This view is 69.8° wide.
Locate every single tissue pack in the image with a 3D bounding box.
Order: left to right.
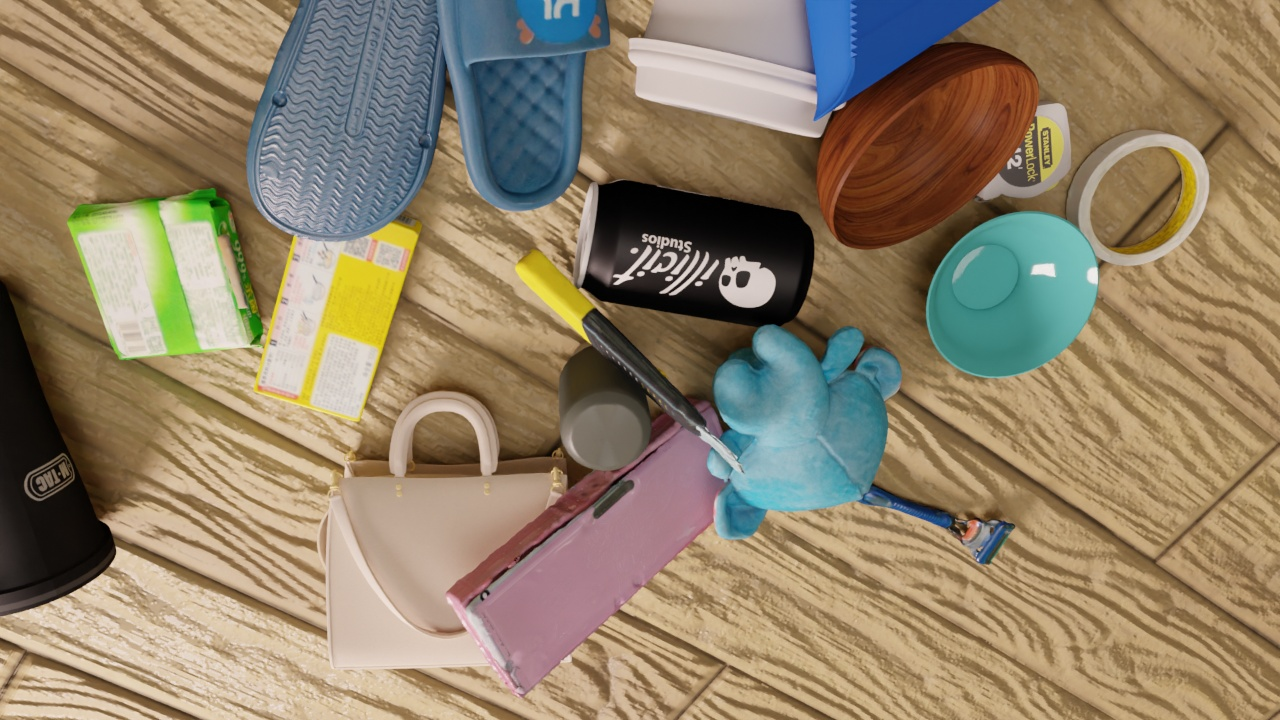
[{"bbox_3d":[-0.308,-0.053,0.605,0.099,0.034,0.114,-5,115,-1],"label":"tissue pack"}]

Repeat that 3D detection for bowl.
[{"bbox_3d":[0.166,-0.146,0.580,0.147,0.069,0.147,-22,151,-13],"label":"bowl"},{"bbox_3d":[0.254,-0.052,0.652,0.121,0.046,0.121,-2,114,-5],"label":"bowl"}]

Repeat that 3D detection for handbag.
[{"bbox_3d":[-0.136,0.119,0.676,0.194,0.101,0.198,0,102,-5],"label":"handbag"}]

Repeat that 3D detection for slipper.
[{"bbox_3d":[-0.166,-0.172,0.554,0.103,0.059,0.214,16,106,-23],"label":"slipper"},{"bbox_3d":[-0.066,-0.187,0.540,0.103,0.059,0.214,-13,124,-30],"label":"slipper"}]

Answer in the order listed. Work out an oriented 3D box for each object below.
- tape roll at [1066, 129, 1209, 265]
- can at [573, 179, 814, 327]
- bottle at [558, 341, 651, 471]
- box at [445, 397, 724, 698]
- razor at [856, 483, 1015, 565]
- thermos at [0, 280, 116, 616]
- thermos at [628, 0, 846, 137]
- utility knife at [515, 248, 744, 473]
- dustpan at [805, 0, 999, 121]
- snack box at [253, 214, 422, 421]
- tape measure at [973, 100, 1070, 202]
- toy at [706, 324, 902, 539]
[{"bbox_3d":[0.351,-0.114,0.648,0.094,0.019,0.094,-2,115,-5],"label":"tape roll"},{"bbox_3d":[0.034,-0.070,0.605,0.146,0.080,0.080,9,113,-9],"label":"can"},{"bbox_3d":[-0.026,0.026,0.626,0.060,0.108,0.060,-2,114,-5],"label":"bottle"},{"bbox_3d":[-0.020,0.126,0.648,0.232,0.041,0.098,-36,114,-26],"label":"box"},{"bbox_3d":[0.234,0.125,0.746,0.141,0.018,0.044,22,111,-11],"label":"razor"},{"bbox_3d":[-0.434,0.059,0.612,0.106,0.105,0.219,-6,109,-3],"label":"thermos"},{"bbox_3d":[0.075,-0.248,0.512,0.131,0.131,0.222,10,105,-10],"label":"thermos"},{"bbox_3d":[-0.003,0.003,0.581,0.198,0.029,0.020,45,77,0],"label":"utility knife"},{"bbox_3d":[0.147,-0.289,0.448,0.245,0.060,0.258,-36,118,-22],"label":"dustpan"},{"bbox_3d":[-0.208,-0.036,0.627,0.075,0.025,0.152,18,111,-13],"label":"snack box"},{"bbox_3d":[0.259,-0.142,0.628,0.065,0.016,0.064,-15,115,1],"label":"tape measure"},{"bbox_3d":[0.098,0.036,0.646,0.183,0.115,0.180,-43,132,0],"label":"toy"}]
